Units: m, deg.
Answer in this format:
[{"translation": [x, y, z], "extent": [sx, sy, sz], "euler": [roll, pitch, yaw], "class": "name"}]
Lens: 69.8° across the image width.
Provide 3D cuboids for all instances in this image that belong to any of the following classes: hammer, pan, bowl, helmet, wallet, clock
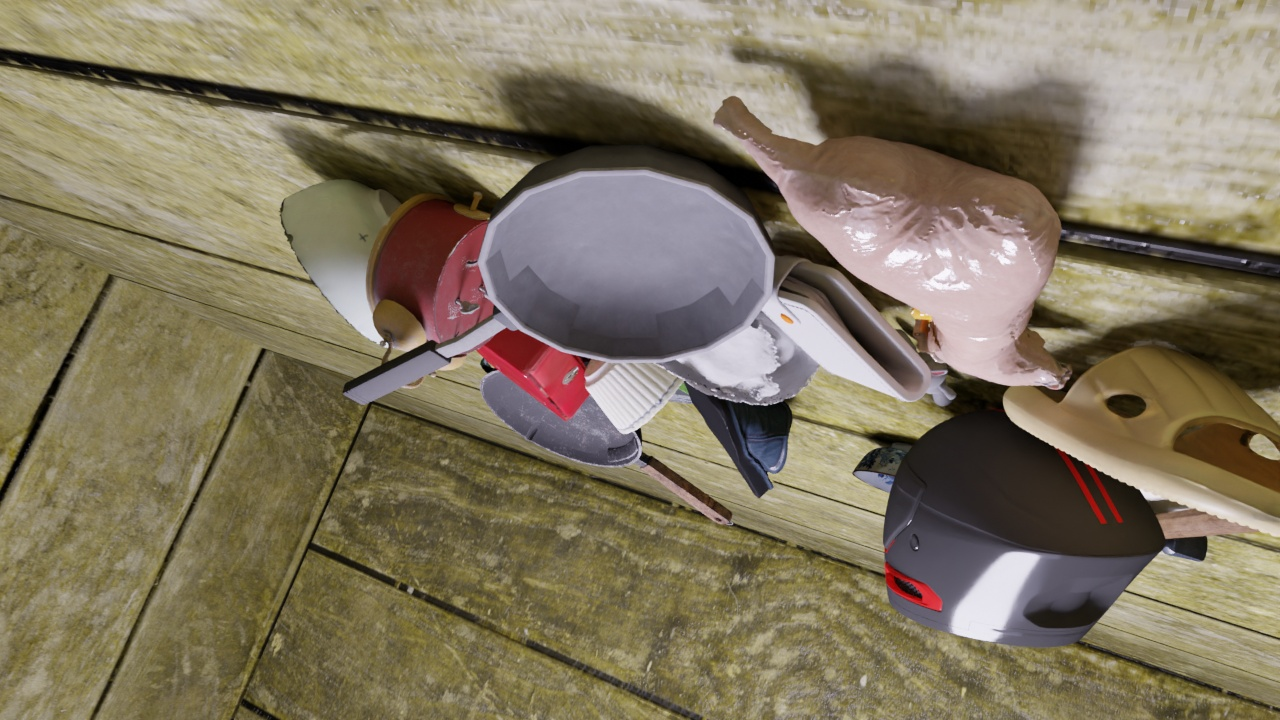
[{"translation": [0.464, 0.121, 0.707], "extent": [0.129, 0.040, 0.322], "euler": [16, 166, 1], "class": "hammer"}, {"translation": [-0.078, -0.036, 0.610], "extent": [0.358, 0.041, 0.178], "euler": [-23, 138, 32], "class": "pan"}, {"translation": [0.292, 0.119, 0.996], "extent": [0.114, 0.045, 0.114], "euler": [20, 168, 4], "class": "bowl"}, {"translation": [-0.026, 0.099, 1.090], "extent": [0.357, 0.040, 0.208], "euler": [33, 151, -17], "class": "pan"}, {"translation": [-0.005, 0.005, 0.860], "extent": [0.062, 0.115, 0.115], "euler": [39, 164, -13], "class": "bowl"}, {"translation": [0.286, 0.123, 0.723], "extent": [0.164, 0.170, 0.265], "euler": [-1, -178, -12], "class": "helmet"}, {"translation": [0.120, -0.025, 0.613], "extent": [0.118, 0.037, 0.115], "euler": [40, 175, -27], "class": "wallet"}, {"translation": [-0.226, -0.092, 0.782], "extent": [0.153, 0.073, 0.153], "euler": [57, -174, -10], "class": "bowl"}, {"translation": [-0.151, -0.050, 0.722], "extent": [0.081, 0.158, 0.117], "euler": [22, 170, 22], "class": "clock"}]

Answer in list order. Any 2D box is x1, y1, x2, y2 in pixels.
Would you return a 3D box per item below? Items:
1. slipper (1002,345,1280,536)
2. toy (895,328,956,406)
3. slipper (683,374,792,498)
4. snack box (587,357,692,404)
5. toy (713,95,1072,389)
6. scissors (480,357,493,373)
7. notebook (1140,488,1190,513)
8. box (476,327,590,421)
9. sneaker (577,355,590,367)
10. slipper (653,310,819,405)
[{"translation": [0.307, 0.034, 0.540], "extent": [0.111, 0.079, 0.261], "euler": [19, -173, -7], "class": "slipper"}, {"translation": [0.211, 0.008, 0.677], "extent": [0.049, 0.030, 0.111], "euler": [47, -174, 31], "class": "toy"}, {"translation": [0.118, 0.063, 0.991], "extent": [0.109, 0.083, 0.265], "euler": [56, -179, 32], "class": "slipper"}, {"translation": [0.009, 0.010, 1.039], "extent": [0.147, 0.025, 0.080], "euler": [29, 166, -34], "class": "snack box"}, {"translation": [0.148, -0.050, 0.490], "extent": [0.196, 0.065, 0.264], "euler": [28, 178, 19], "class": "toy"}, {"translation": [-0.108, 0.027, 1.091], "extent": [0.209, 0.015, 0.142], "euler": [39, 139, -8], "class": "scissors"}, {"translation": [0.419, 0.114, 0.846], "extent": [0.153, 0.012, 0.209], "euler": [17, 167, 21], "class": "notebook"}, {"translation": [-0.112, -0.022, 0.908], "extent": [0.134, 0.112, 0.157], "euler": [22, 169, 19], "class": "box"}, {"translation": [-0.097, 0.039, 1.189], "extent": [0.128, 0.096, 0.264], "euler": [32, 158, -12], "class": "sneaker"}, {"translation": [0.033, -0.033, 0.700], "extent": [0.246, 0.074, 0.112], "euler": [24, 137, -24], "class": "slipper"}]
